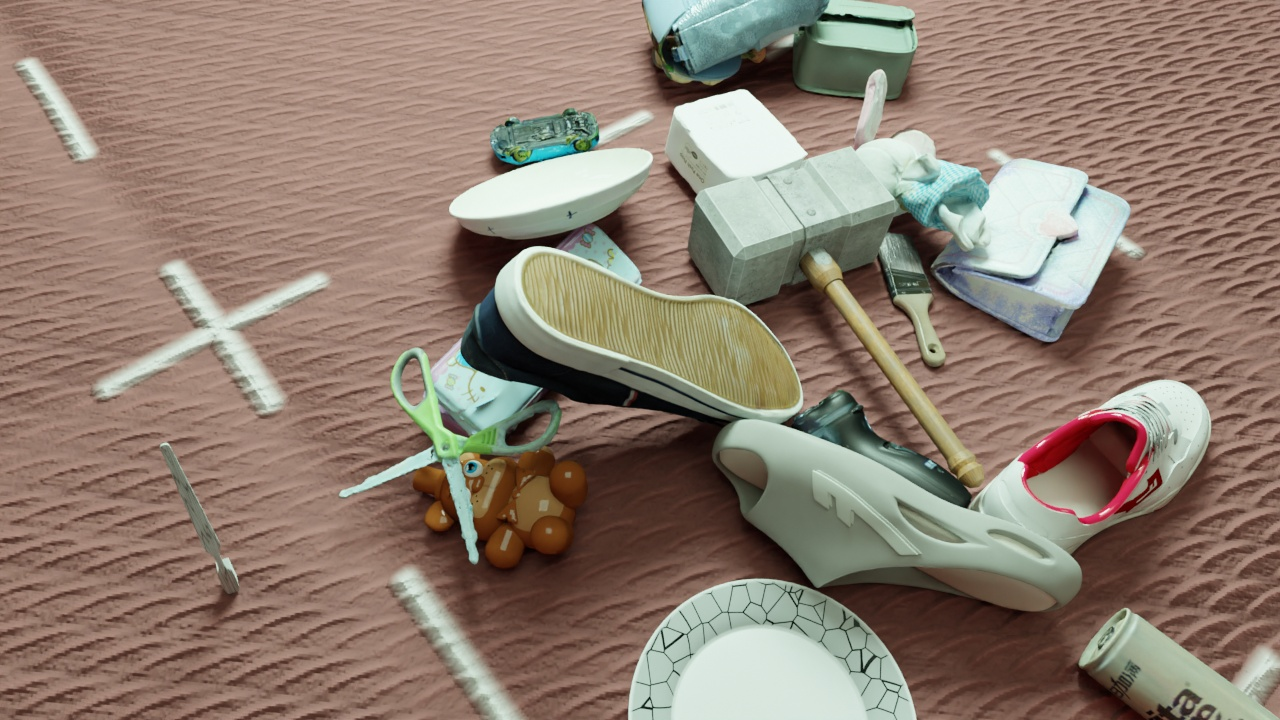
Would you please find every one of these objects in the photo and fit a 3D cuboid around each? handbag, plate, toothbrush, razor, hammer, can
[{"bbox_3d":[0.356,-0.108,0.834,0.126,0.069,0.158,31,61,18],"label":"handbag"},{"bbox_3d":[0.086,0.237,0.604,0.188,0.016,0.188,2,55,-3],"label":"plate"},{"bbox_3d":[-0.273,0.100,0.570,0.010,0.182,0.010,-16,55,-21],"label":"toothbrush"},{"bbox_3d":[0.100,-0.358,0.953,0.192,0.119,0.121,-20,48,5],"label":"handbag"},{"bbox_3d":[0.228,-0.343,0.985,0.122,0.067,0.106,6,54,0],"label":"handbag"},{"bbox_3d":[0.182,0.070,0.690,0.140,0.064,0.052,27,26,29],"label":"razor"},{"bbox_3d":[0.182,-0.028,0.754,0.162,0.083,0.317,-19,59,-17],"label":"hammer"},{"bbox_3d":[-0.075,-0.143,0.804,0.182,0.034,0.182,-12,24,5],"label":"plate"},{"bbox_3d":[0.368,0.230,0.609,0.135,0.054,0.054,38,61,20],"label":"can"}]

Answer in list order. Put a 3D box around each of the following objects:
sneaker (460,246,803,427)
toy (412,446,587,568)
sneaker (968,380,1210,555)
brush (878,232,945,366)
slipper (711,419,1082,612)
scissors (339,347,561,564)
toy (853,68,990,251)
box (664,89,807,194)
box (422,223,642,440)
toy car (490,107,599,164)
[{"bbox_3d":[-0.004,0.004,0.685,0.294,0.128,0.120,13,52,-38],"label":"sneaker"},{"bbox_3d":[-0.103,0.096,0.659,0.128,0.065,0.094,14,64,11],"label":"toy"},{"bbox_3d":[0.359,0.067,0.689,0.236,0.104,0.090,-23,60,-19],"label":"sneaker"},{"bbox_3d":[0.244,-0.058,0.822,0.039,0.012,0.151,-2,56,-7],"label":"brush"},{"bbox_3d":[0.166,0.130,0.640,0.266,0.113,0.080,24,68,5],"label":"slipper"},{"bbox_3d":[-0.136,0.062,0.648,0.172,0.021,0.171,-23,69,1],"label":"scissors"},{"bbox_3d":[0.250,-0.157,0.848,0.106,0.131,0.205,-41,44,20],"label":"toy"},{"bbox_3d":[0.086,-0.190,0.890,0.102,0.091,0.107,-23,65,-28],"label":"box"},{"bbox_3d":[-0.084,-0.021,0.749,0.078,0.065,0.213,38,60,5],"label":"box"},{"bbox_3d":[-0.092,-0.214,0.892,0.105,0.032,0.048,-11,57,-5],"label":"toy car"}]
